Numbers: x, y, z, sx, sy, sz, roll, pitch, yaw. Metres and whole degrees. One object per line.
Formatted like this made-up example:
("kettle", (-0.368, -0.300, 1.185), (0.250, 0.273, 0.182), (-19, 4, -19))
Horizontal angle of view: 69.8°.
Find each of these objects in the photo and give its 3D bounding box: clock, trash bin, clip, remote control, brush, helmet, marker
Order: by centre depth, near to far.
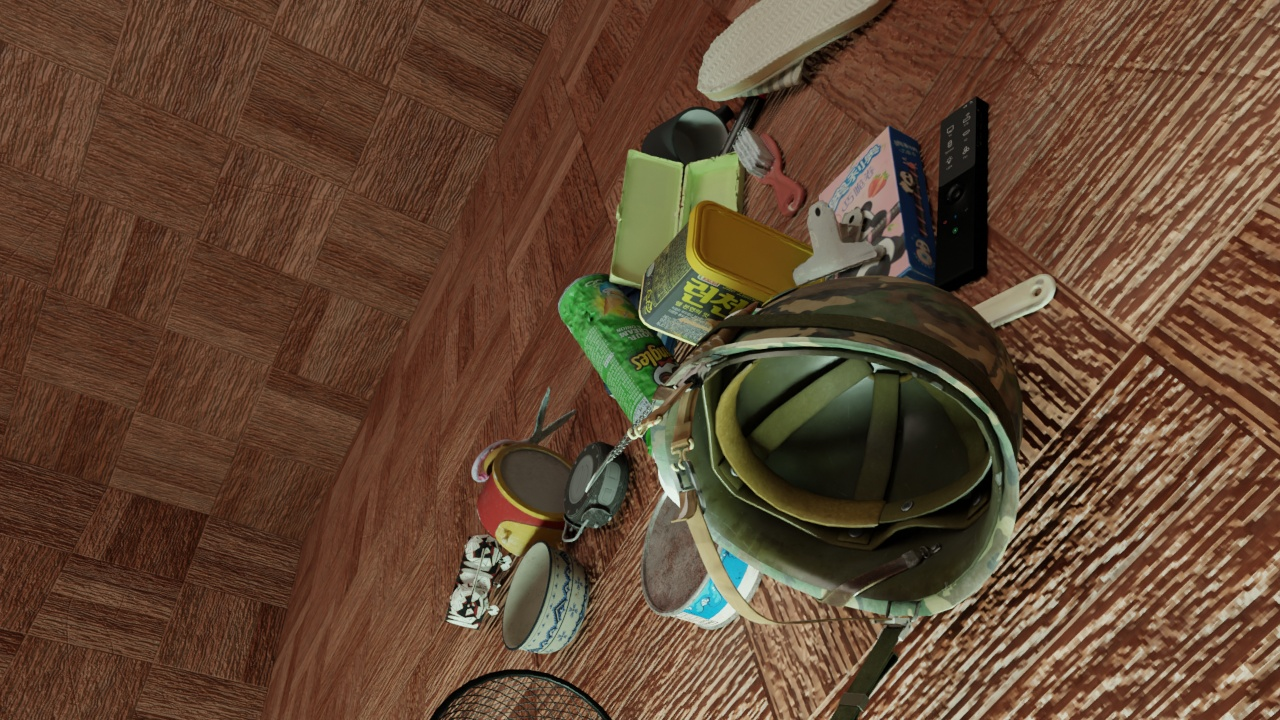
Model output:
("helmet", (0.097, 0.060, 0.509), (0.225, 0.192, 0.235), (-32, 12, 36))
("brush", (0.187, -0.008, 0.623), (0.218, 0.012, 0.033), (-34, 39, 53))
("remote control", (0.224, -0.118, 0.638), (0.035, 0.013, 0.149), (-34, 39, 55))
("clip", (0.143, -0.092, 0.690), (0.102, 0.040, 0.054), (162, 113, -64))
("trash bin", (-0.128, 0.393, 0.769), (0.183, 0.184, 0.211), (-91, 26, -46))
("brush", (0.126, -0.192, 0.922), (0.041, 0.030, 0.172), (-58, 24, 25))
("clock", (-0.046, 0.140, 0.986), (0.091, 0.043, 0.122), (-25, 47, 60))
("marker", (0.102, -0.236, 1.034), (0.145, 0.021, 0.023), (-64, -8, 10))
("clock", (-0.133, 0.156, 1.077), (0.081, 0.117, 0.158), (-60, 29, 29))
("clock", (-0.207, 0.287, 1.190), (0.155, 0.065, 0.114), (122, 163, -64))

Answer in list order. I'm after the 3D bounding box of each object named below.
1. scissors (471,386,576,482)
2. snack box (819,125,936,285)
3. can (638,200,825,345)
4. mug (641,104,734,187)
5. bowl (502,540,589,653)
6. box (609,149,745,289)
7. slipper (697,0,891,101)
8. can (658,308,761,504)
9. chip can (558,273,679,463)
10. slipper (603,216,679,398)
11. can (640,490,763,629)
("scissors", (-0.141, 0.123, 1.174), (0.014, 0.168, 0.170), (22, 46, 38))
("snack box", (0.178, -0.097, 0.699), (0.088, 0.033, 0.153), (-45, 31, 45))
("can", (0.077, -0.060, 0.775), (0.101, 0.130, 0.072), (-45, 30, 50))
("mug", (0.064, -0.262, 1.090), (0.113, 0.078, 0.088), (-45, 16, -17))
("bowl", (-0.095, 0.255, 0.969), (0.116, 0.059, 0.115), (-50, 27, 38))
("box", (0.042, -0.147, 0.971), (0.048, 0.140, 0.187), (88, -174, -56))
("slipper", (0.161, -0.340, 0.951), (0.273, 0.054, 0.114), (-10, 57, 54))
("can", (0.075, 0.040, 0.696), (0.088, 0.088, 0.165), (-45, 15, 44))
("chip can", (-0.006, 0.004, 0.885), (0.076, 0.075, 0.223), (-57, 45, 24))
("slipper", (-0.009, -0.066, 1.036), (0.105, 0.095, 0.252), (-33, 37, 52))
("can", (0.052, 0.148, 0.746), (0.130, 0.044, 0.129), (-50, 27, 38))
